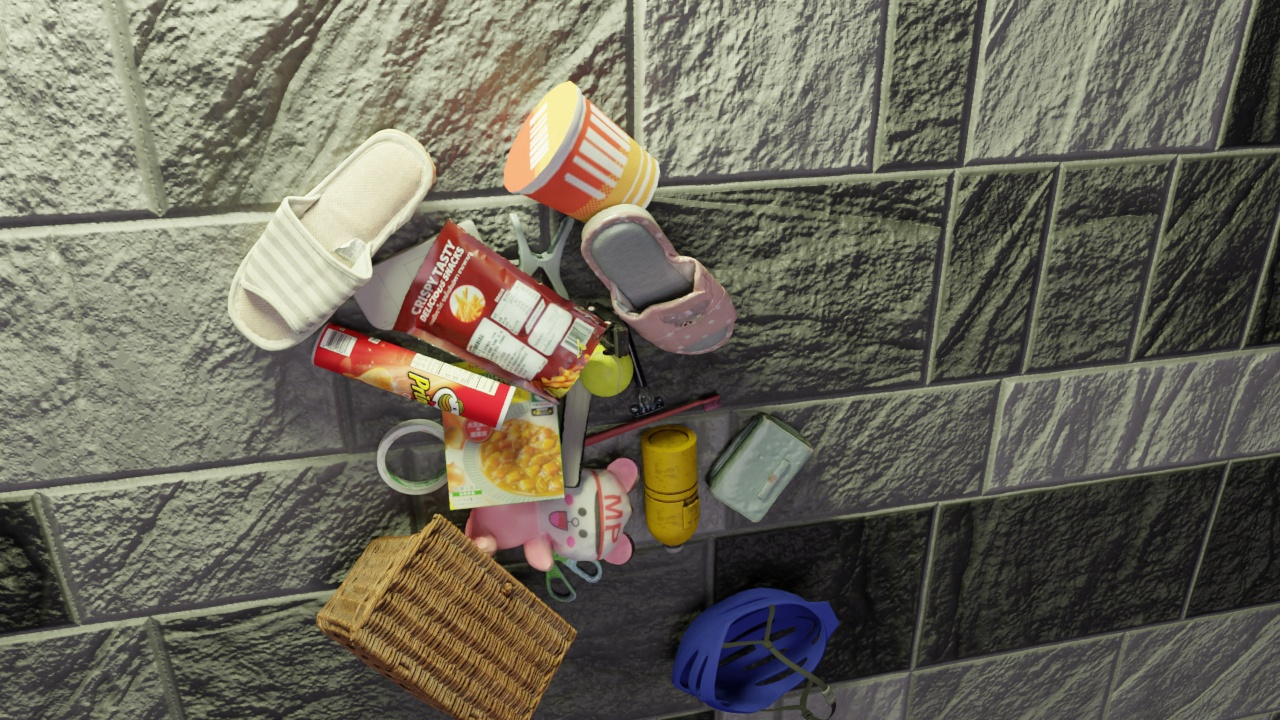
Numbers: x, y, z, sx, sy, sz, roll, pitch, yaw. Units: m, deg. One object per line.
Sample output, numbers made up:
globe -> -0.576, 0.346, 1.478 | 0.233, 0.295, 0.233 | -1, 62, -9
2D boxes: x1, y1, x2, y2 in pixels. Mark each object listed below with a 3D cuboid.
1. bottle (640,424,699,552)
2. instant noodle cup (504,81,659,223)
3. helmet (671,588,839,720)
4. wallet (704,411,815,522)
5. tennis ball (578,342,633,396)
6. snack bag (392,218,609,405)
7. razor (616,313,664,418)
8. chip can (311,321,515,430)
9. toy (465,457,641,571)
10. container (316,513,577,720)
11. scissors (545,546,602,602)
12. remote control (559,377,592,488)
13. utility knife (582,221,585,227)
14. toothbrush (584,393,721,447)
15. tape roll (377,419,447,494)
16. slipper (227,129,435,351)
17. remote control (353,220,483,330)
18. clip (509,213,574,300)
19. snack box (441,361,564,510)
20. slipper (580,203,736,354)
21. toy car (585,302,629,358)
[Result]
bottle -> 0.040, 0.171, 1.168 | 0.071, 0.071, 0.164 | -8, 115, -11
instant noodle cup -> -0.056, -0.201, 0.955 | 0.121, 0.123, 0.123 | 28, 104, -31
helmet -> 0.162, 0.408, 1.219 | 0.241, 0.227, 0.148 | -29, 108, -2
wallet -> 0.157, 0.140, 1.199 | 0.100, 0.054, 0.132 | 31, 98, -25
tennis ball -> -0.041, 0.010, 1.077 | 0.065, 0.065, 0.065 | -5, 115, -12
snack bag -> -0.151, -0.042, 0.999 | 0.208, 0.066, 0.139 | 29, 110, -11
razor -> -0.007, 0.006, 1.109 | 0.043, 0.022, 0.144 | -20, 117, -6
chip can -> -0.247, 0.018, 1.007 | 0.214, 0.051, 0.052 | 20, 108, -6
toy -> -0.106, 0.183, 1.124 | 0.213, 0.084, 0.142 | 2, 87, -12
container -> -0.242, 0.314, 1.085 | 0.250, 0.184, 0.161 | 48, 57, -26
scissors -> -0.128, 0.255, 1.196 | 0.093, 0.032, 0.175 | -43, 112, 9
remote control -> -0.080, 0.084, 1.095 | 0.033, 0.013, 0.136 | 9, 80, -15
utility knife -> -0.026, -0.120, 1.052 | 0.031, 0.015, 0.185 | -40, 116, 0
toothbrush -> 0.012, 0.077, 1.143 | 0.189, 0.016, 0.016 | -18, 101, -8
tape roll -> -0.266, 0.115, 1.094 | 0.093, 0.018, 0.094 | -5, 114, -12
slipper -> -0.320, -0.123, 0.946 | 0.114, 0.054, 0.273 | 41, 95, -8
remote control -> -0.238, -0.091, 1.007 | 0.151, 0.019, 0.074 | -25, 117, -3
clip -> -0.134, -0.086, 1.032 | 0.115, 0.028, 0.163 | 1, 113, -16
snack box -> -0.159, 0.082, 1.057 | 0.132, 0.027, 0.168 | -5, 89, -5
slipper -> 0.026, -0.072, 1.015 | 0.114, 0.054, 0.274 | -29, 140, 16
toy car -> -0.035, -0.036, 1.045 | 0.037, 0.092, 0.040 | -12, 117, -21
